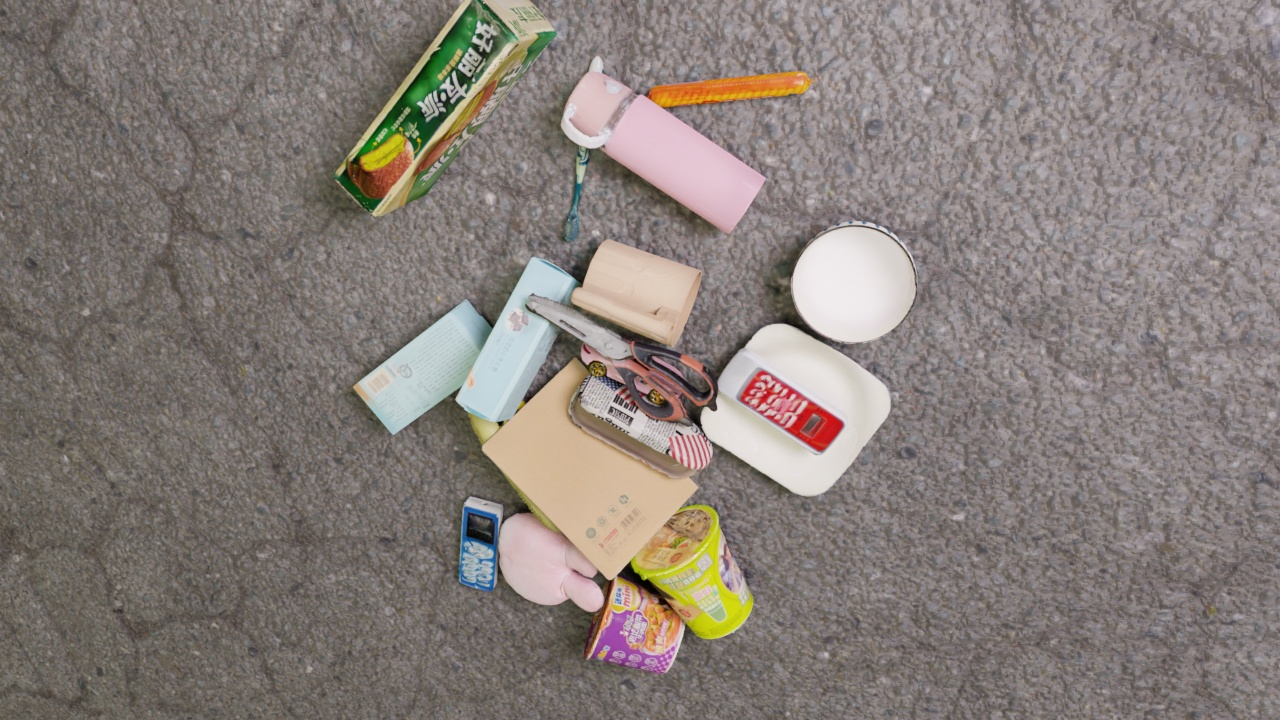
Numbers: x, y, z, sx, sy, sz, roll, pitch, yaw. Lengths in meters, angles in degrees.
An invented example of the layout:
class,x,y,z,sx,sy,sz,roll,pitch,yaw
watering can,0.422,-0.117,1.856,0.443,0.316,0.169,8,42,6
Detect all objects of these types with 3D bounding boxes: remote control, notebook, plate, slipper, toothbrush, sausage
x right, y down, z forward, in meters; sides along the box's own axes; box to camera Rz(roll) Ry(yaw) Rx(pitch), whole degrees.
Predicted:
class,x,y,z,sx,sy,sz,roll,pitch,yaw
remote control,0.145,0.043,0.943,0.136,0.020,0.056,34,118,0
remote control,-0.200,0.230,1.149,0.049,0.024,0.125,13,115,10
notebook,-0.054,0.120,1.025,0.147,0.008,0.207,-45,97,-14
plate,0.163,0.049,0.971,0.164,0.034,0.164,33,116,1
slipper,-0.128,0.106,1.057,0.081,0.092,0.190,-34,90,-16
toothbrush,-0.059,-0.211,0.935,0.016,0.018,0.192,15,115,8
sausage,0.083,-0.258,0.875,0.165,0.021,0.021,-1,111,16

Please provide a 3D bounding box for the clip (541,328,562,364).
class,x,y,z,sx,sy,sz,roll,pitch,yaw
clip,-0.106,-0.021,1.026,0.026,0.038,0.058,24,114,3

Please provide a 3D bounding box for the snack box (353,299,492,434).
class,x,y,z,sx,sy,sz,roll,pitch,yaw
snack box,-0.243,0.009,1.056,0.175,0.051,0.074,-33,101,25

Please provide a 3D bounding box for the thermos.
class,x,y,z,sx,sy,sz,roll,pitch,yaw
thermos,0.018,-0.196,0.877,0.198,0.087,0.067,33,139,-5

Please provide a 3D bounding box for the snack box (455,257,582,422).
class,x,y,z,sx,sy,sz,roll,pitch,yaw
snack box,-0.125,-0.021,0.965,0.051,0.074,0.175,29,92,6

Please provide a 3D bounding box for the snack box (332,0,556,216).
class,x,y,z,sx,sy,sz,roll,pitch,yaw
snack box,-0.192,-0.252,0.901,0.063,0.114,0.241,44,115,-6

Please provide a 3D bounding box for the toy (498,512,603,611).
class,x,y,z,sx,sy,sz,roll,pitch,yaw
toy,-0.107,0.245,1.098,0.160,0.054,0.121,12,115,35

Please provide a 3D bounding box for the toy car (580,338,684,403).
class,x,y,z,sx,sy,sz,roll,pitch,yaw
toy car,-0.006,0.006,0.989,0.122,0.056,0.037,25,123,4

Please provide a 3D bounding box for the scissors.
class,x,y,z,sx,sy,sz,roll,pitch,yaw
scissors,-0.026,0.002,0.937,0.209,0.015,0.186,1,124,9

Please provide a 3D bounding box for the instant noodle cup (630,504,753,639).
class,x,y,z,sx,sy,sz,roll,pitch,yaw
instant noodle cup,0.067,0.247,1.043,0.112,0.111,0.123,-24,111,22

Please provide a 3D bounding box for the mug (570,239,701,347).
class,x,y,z,sx,sy,sz,roll,pitch,yaw
mug,-0.005,-0.063,0.923,0.103,0.124,0.084,21,116,8

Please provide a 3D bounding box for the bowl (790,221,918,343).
class,x,y,z,sx,sy,sz,roll,pitch,yaw
bowl,0.207,-0.081,0.888,0.116,0.066,0.116,5,112,13

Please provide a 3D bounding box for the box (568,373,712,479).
class,x,y,z,sx,sy,sz,roll,pitch,yaw
box,0.003,0.070,0.990,0.163,0.087,0.076,31,85,-4

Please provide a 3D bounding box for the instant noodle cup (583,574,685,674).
class,x,y,z,sx,sy,sz,roll,pitch,yaw
instant noodle cup,-0.005,0.318,1.091,0.099,0.111,0.112,22,116,-3
